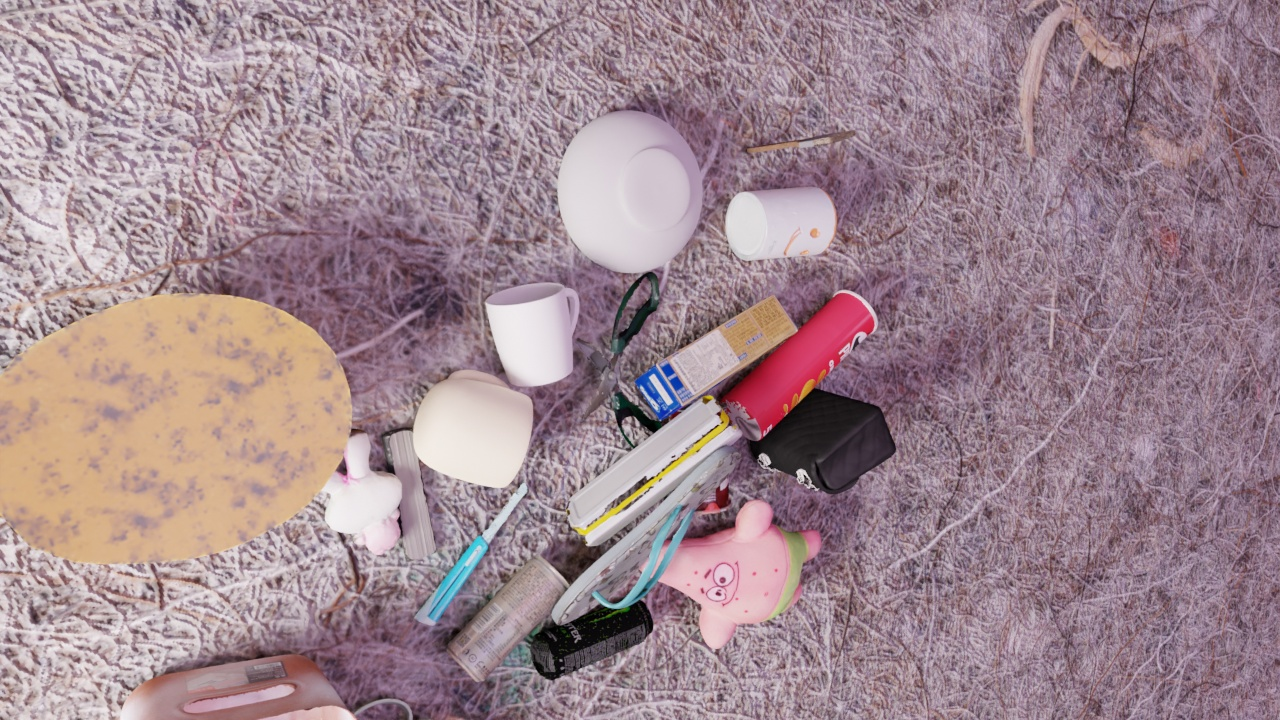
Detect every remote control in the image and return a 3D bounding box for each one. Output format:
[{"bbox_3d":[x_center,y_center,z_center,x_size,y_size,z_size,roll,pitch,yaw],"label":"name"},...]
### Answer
[{"bbox_3d":[-0.232,0.134,0.919,0.033,0.013,0.136,-14,105,-29],"label":"remote control"}]

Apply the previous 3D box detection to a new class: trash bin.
[{"bbox_3d":[-0.351,0.407,0.796,0.181,0.157,0.260,-2,95,-31],"label":"trash bin"}]

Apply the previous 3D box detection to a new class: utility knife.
[{"bbox_3d":[-0.175,0.200,0.962,0.022,0.015,0.176,35,74,-3],"label":"utility knife"}]

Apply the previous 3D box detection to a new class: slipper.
[{"bbox_3d":[0.020,0.202,0.995,0.268,0.055,0.098,-44,158,-2],"label":"slipper"}]

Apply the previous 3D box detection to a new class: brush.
[{"bbox_3d":[0.174,-0.246,1.044,0.045,0.143,0.008,-25,110,-36],"label":"brush"}]

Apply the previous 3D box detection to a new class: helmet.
[{"bbox_3d":[-0.379,0.047,0.749,0.254,0.131,0.205,-14,103,-29],"label":"helmet"}]

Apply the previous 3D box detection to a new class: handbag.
[{"bbox_3d":[0.220,0.112,1.115,0.125,0.154,0.115,-34,116,-18],"label":"handbag"}]

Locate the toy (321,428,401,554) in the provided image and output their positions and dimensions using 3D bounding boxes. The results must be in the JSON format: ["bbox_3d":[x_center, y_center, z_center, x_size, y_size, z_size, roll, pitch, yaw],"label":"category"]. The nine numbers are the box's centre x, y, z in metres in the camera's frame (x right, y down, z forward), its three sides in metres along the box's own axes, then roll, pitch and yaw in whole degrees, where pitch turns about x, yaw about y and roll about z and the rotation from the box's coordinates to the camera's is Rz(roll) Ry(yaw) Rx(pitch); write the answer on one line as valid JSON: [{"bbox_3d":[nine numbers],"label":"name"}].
[{"bbox_3d":[-0.270,0.131,0.881,0.079,0.038,0.123,-33,106,-27],"label":"toy"}]

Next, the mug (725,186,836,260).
[{"bbox_3d":[0.166,-0.162,1.086,0.105,0.082,0.082,-9,100,-29],"label":"mug"}]

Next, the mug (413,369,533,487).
[{"bbox_3d":[-0.170,0.058,0.906,0.099,0.096,0.120,18,48,-23],"label":"mug"}]

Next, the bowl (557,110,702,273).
[{"bbox_3d":[0.002,-0.183,0.992,0.176,0.066,0.176,-4,98,-31],"label":"bowl"}]

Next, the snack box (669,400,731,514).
[{"bbox_3d":[0.069,0.111,1.066,0.072,0.072,0.121,-6,98,-31],"label":"snack box"}]

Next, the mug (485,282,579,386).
[{"bbox_3d":[-0.100,-0.032,0.948,0.114,0.081,0.088,-30,118,-47],"label":"mug"}]

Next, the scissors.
[{"bbox_3d":[-0.006,0.006,1.026,0.202,0.015,0.203,51,55,-44],"label":"scissors"}]

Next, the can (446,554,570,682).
[{"bbox_3d":[-0.139,0.271,0.968,0.135,0.054,0.054,-45,116,-20],"label":"can"}]

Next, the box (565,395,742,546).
[{"bbox_3d":[0.015,0.124,0.997,0.210,0.067,0.070,-38,95,2],"label":"box"}]

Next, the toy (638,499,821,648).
[{"bbox_3d":[0.105,0.248,1.092,0.236,0.097,0.192,11,102,-20],"label":"toy"}]

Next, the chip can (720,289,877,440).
[{"bbox_3d":[0.197,0.005,1.132,0.220,0.069,0.069,-41,114,-21],"label":"chip can"}]

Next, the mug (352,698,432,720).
[{"bbox_3d":[-0.249,0.392,0.907,0.103,0.084,0.111,-19,77,-39],"label":"mug"}]

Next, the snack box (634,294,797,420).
[{"bbox_3d":[0.088,-0.005,1.048,0.206,0.057,0.056,-30,86,-35],"label":"snack box"}]

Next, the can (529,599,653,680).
[{"bbox_3d":[-0.054,0.309,1.024,0.137,0.054,0.054,-14,103,-30],"label":"can"}]
